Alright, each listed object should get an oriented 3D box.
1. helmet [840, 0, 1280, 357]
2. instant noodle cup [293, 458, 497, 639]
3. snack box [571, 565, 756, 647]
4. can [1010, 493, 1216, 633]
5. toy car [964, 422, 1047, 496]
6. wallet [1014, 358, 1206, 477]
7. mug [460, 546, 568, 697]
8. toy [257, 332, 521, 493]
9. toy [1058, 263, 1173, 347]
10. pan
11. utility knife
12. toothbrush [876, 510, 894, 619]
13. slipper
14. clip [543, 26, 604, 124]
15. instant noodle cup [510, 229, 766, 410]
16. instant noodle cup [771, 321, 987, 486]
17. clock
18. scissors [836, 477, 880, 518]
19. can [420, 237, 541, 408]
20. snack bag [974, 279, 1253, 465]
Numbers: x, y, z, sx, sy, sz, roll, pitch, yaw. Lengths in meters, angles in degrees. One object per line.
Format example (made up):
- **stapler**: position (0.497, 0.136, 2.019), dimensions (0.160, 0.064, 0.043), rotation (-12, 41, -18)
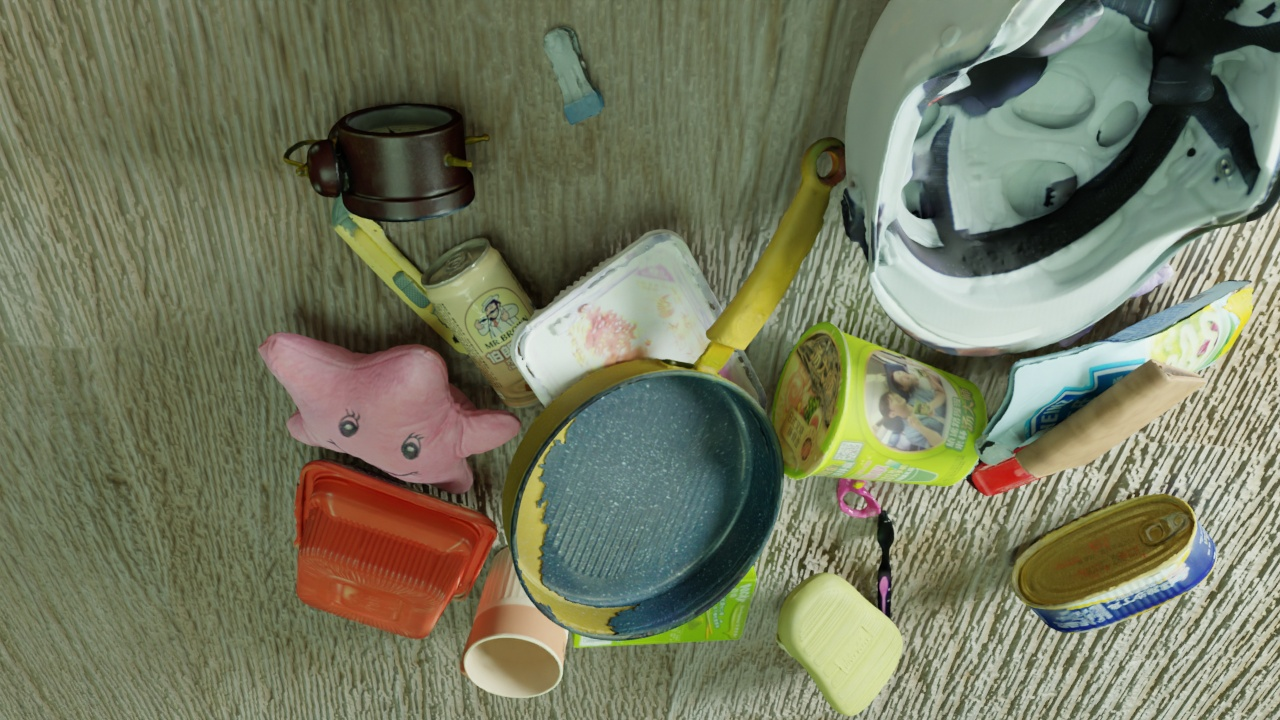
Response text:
- **helmet**: position (0.208, -0.134, 0.491), dimensions (0.229, 0.145, 0.259), rotation (-11, 143, -1)
- **instant noodle cup**: position (-0.216, 0.168, 0.766), dimensions (0.164, 0.078, 0.189), rotation (20, 143, -7)
- **snack box**: position (0.019, 0.216, 0.814), dimensions (0.156, 0.026, 0.086), rotation (0, 127, -10)
- **can**: position (0.379, 0.165, 0.738), dimensions (0.148, 0.074, 0.049), rotation (-35, 119, 25)
- **toy car**: position (0.298, 0.062, 0.690), dimensions (0.121, 0.045, 0.053), rotation (-32, 118, 22)
- **wallet**: position (0.307, 0.039, 0.593), dimensions (0.115, 0.020, 0.101), rotation (5, 138, -48)
- **mug**: position (-0.113, 0.232, 0.805), dimensions (0.081, 0.105, 0.115), rotation (40, 119, -21)
- **toy**: position (-0.190, 0.032, 0.684), dimensions (0.194, 0.074, 0.179), rotation (24, 139, -15)
- **toy**: position (0.286, -0.066, 0.602), dimensions (0.084, 0.038, 0.108), rotation (-39, 108, 23)
- **pan**: position (0.038, 0.027, 0.588), dimensions (0.197, 0.078, 0.358), rotation (14, 103, -29)
- **utility knife**: position (-0.156, -0.046, 0.670), dimensions (0.031, 0.020, 0.188), rotation (-27, 123, 28)
- **toothbrush**: position (0.217, 0.201, 0.816), dimensions (0.014, 0.017, 0.189), rotation (-5, 128, 9)
- **slipper**: position (0.165, 0.237, 0.810), dimensions (0.091, 0.081, 0.190), rotation (-45, 130, -8)
- **clip**: position (-0.042, -0.176, 0.563), dimensions (0.027, 0.045, 0.058), rotation (-12, 114, 16)
- **instant noodle cup**: position (-0.004, 0.004, 0.640), dimensions (0.138, 0.060, 0.173), rotation (-37, 122, -8)
- **instant noodle cup**: position (0.172, 0.041, 0.652), dimensions (0.123, 0.111, 0.112), rotation (13, 126, -14)
- **clock**: position (-0.159, -0.125, 0.571), dimensions (0.122, 0.081, 0.055), rotation (2, 121, 2)
- **scissors**: position (0.166, 0.074, 0.727), dimensions (0.131, 0.017, 0.133), rotation (-29, 115, 25)
- **can**: position (-0.101, -0.025, 0.651), dimensions (0.059, 0.058, 0.116), rotation (-21, 121, 18)
- **snack bag**: position (0.305, 0.009, 0.600), dimensions (0.190, 0.039, 0.110), rotation (-21, 154, -15)
